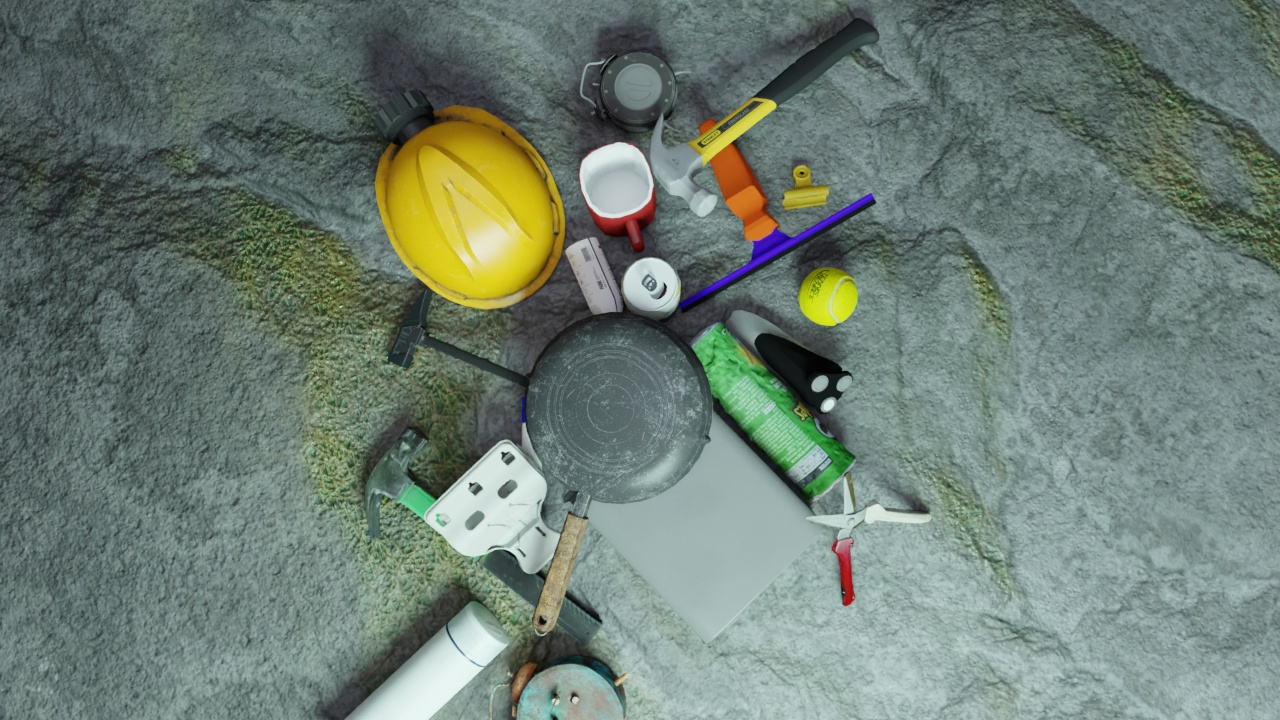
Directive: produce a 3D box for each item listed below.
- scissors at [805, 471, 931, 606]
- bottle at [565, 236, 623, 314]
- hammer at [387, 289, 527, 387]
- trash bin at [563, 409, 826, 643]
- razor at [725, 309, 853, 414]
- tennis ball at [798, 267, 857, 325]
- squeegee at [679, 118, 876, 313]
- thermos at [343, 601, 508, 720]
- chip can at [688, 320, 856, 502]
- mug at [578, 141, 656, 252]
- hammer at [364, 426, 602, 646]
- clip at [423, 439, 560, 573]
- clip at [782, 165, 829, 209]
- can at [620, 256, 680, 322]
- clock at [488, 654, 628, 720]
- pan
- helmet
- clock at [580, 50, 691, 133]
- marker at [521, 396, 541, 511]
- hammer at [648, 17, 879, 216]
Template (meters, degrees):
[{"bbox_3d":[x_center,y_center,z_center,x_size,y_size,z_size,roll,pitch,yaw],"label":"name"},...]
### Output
[{"bbox_3d":[0.251,0.186,1.004,0.179,0.015,0.199,-21,125,-21],"label":"scissors"},{"bbox_3d":[-0.047,-0.084,1.066,0.041,0.041,0.116,-24,86,1],"label":"bottle"},{"bbox_3d":[-0.138,0.012,1.028,0.325,0.015,0.095,21,87,21],"label":"hammer"},{"bbox_3d":[0.059,0.163,1.019,0.192,0.097,0.220,-44,87,-1],"label":"trash bin"},{"bbox_3d":[0.164,-0.005,1.048,0.156,0.060,0.057,39,100,23],"label":"razor"},{"bbox_3d":[0.213,-0.073,1.041,0.065,0.065,0.065,0,86,2],"label":"tennis ball"},{"bbox_3d":[0.117,-0.195,1.058,0.250,0.055,0.184,-29,82,20],"label":"squeegee"},{"bbox_3d":[-0.252,0.372,1.035,0.230,0.068,0.068,-44,86,-1],"label":"thermos"},{"bbox_3d":[0.138,0.055,1.033,0.075,0.075,0.223,-43,85,-1],"label":"chip can"},{"bbox_3d":[-0.020,-0.177,1.042,0.080,0.096,0.116,-18,86,1],"label":"mug"},{"bbox_3d":[-0.181,0.220,1.059,0.319,0.032,0.130,36,88,4],"label":"hammer"},{"bbox_3d":[-0.153,0.166,1.025,0.126,0.110,0.151,-43,123,-2],"label":"clip"},{"bbox_3d":[0.191,-0.202,1.070,0.054,0.046,0.048,-7,111,3],"label":"clip"},{"bbox_3d":[0.012,-0.077,1.019,0.064,0.127,0.064,0,86,2],"label":"can"},{"bbox_3d":[-0.093,0.394,1.023,0.158,0.073,0.121,0,86,3],"label":"clock"},{"bbox_3d":[-0.052,0.122,0.954,0.208,0.040,0.357,19,91,10],"label":"pan"},{"bbox_3d":[-0.203,-0.185,1.035,0.205,0.131,0.255,-35,87,-1],"label":"helmet"},{"bbox_3d":[-0.007,-0.314,1.077,0.123,0.044,0.091,10,87,3],"label":"clock"},{"bbox_3d":[-0.126,0.108,1.066,0.023,0.027,0.133,0,89,2],"label":"marker"},{"bbox_3d":[0.143,-0.296,1.045,0.323,0.029,0.127,-39,66,-13],"label":"hammer"}]
